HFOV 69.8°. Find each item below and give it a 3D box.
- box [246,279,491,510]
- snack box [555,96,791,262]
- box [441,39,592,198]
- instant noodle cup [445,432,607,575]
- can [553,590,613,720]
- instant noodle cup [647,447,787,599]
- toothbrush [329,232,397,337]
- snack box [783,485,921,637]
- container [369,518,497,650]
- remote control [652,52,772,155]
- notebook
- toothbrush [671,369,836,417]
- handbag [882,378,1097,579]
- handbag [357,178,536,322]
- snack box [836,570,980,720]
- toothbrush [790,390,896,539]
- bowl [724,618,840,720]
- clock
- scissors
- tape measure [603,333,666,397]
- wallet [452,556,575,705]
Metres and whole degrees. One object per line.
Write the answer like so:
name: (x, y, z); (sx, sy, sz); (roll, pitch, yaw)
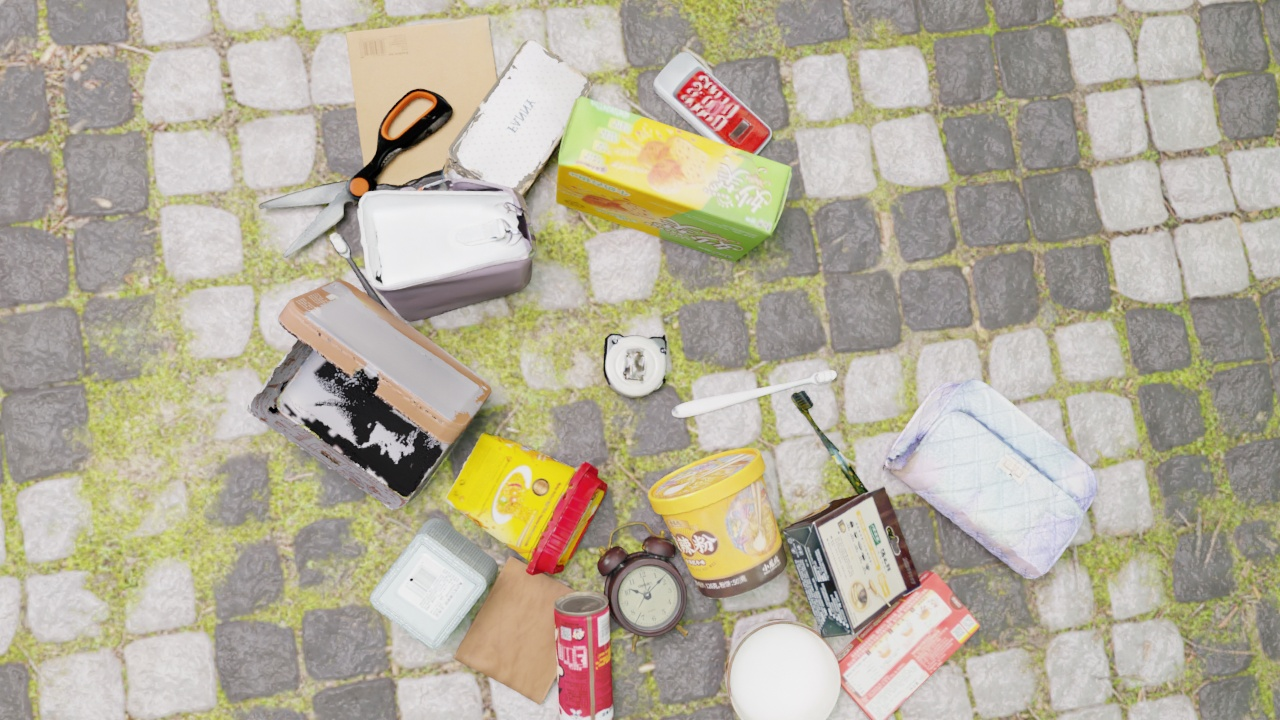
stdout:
box: (-0.246, 0.036, 0.829); (0.183, 0.193, 0.156); (35, 89, -3)
snack box: (0.024, -0.171, 0.899); (0.210, 0.158, 0.070); (18, 85, -5)
box: (-0.120, -0.237, 0.921); (0.090, 0.060, 0.183); (34, 66, -8)
instant noodle cup: (-0.110, 0.133, 0.888); (0.124, 0.116, 0.116); (28, 83, 8)
can: (-0.055, 0.296, 0.891); (0.053, 0.053, 0.133); (-3, 99, -7)
instant noodle cup: (0.082, 0.161, 0.903); (0.118, 0.118, 0.114); (-22, 96, -8)
toothbrush: (-0.263, -0.053, 0.930); (0.015, 0.018, 0.181); (-33, 91, -11)
snack box: (0.214, 0.200, 0.922); (0.125, 0.053, 0.113); (-15, 84, -47)
container: (-0.194, 0.211, 0.866); (0.090, 0.111, 0.090); (38, 82, -2)
remote control: (0.077, -0.269, 0.983); (0.136, 0.020, 0.056); (43, 83, -2)
notebook: (-0.218, -0.249, 0.954); (0.149, 0.012, 0.211); (-9, 86, -6)
toothbrush: (0.120, 0.035, 0.963); (0.180, 0.016, 0.016); (-13, 84, -7)
handbag: (0.365, 0.117, 0.953); (0.194, 0.075, 0.134); (37, 83, -1)
handbag: (-0.172, -0.102, 0.852); (0.145, 0.197, 0.098); (-6, 86, -7)
snack box: (0.273, 0.297, 0.953); (0.152, 0.025, 0.075); (-41, 89, -8)
toothbrush: (0.217, 0.110, 0.967); (0.012, 0.017, 0.186); (-34, 90, -45)
bowl: (0.137, 0.312, 0.919); (0.113, 0.062, 0.113); (0, 86, -5)
clock: (0.002, 0.221, 0.915); (0.082, 0.055, 0.122); (-14, 85, -7)
scissors: (-0.265, -0.189, 0.928); (0.221, 0.022, 0.210); (7, 83, -4)
tape measure: (-0.006, 0.005, 0.944); (0.065, 0.033, 0.066); (1, 85, -5)
wallet: (-0.115, 0.269, 0.917); (0.101, 0.020, 0.115); (30, 81, -3)
